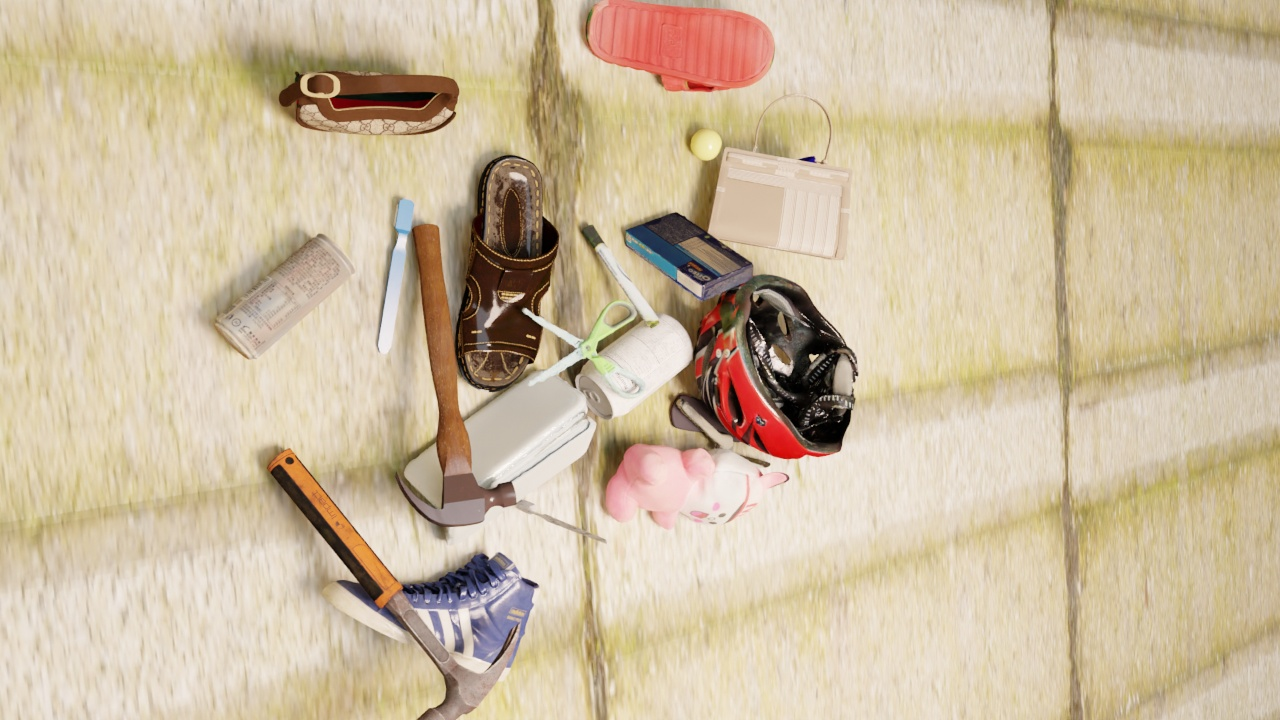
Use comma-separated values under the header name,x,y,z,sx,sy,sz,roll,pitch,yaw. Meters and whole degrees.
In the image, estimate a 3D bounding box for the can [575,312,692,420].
name,x,y,z,sx,sy,sz,roll,pitch,yaw
can,-0.007,0.006,1.110,0.135,0.078,0.078,-38,110,-26

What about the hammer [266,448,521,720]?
name,x,y,z,sx,sy,sz,roll,pitch,yaw
hammer,-0.251,0.209,0.909,0.314,0.035,0.137,49,51,5

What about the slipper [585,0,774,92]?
name,x,y,z,sx,sy,sz,roll,pitch,yaw
slipper,0.047,-0.390,1.146,0.248,0.059,0.103,1,92,-17

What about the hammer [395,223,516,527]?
name,x,y,z,sx,sy,sz,roll,pitch,yaw
hammer,-0.207,0.012,0.957,0.115,0.033,0.322,-6,77,-18

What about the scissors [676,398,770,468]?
name,x,y,z,sx,sy,sz,roll,pitch,yaw
scissors,0.091,0.120,1.206,0.187,0.015,0.179,-23,116,-22

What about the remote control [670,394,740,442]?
name,x,y,z,sx,sy,sz,roll,pitch,yaw
remote control,0.090,0.077,1.214,0.124,0.009,0.046,15,84,-32

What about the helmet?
name,x,y,z,sx,sy,sz,roll,pitch,yaw
helmet,0.165,0.012,1.160,0.272,0.167,0.216,42,47,-37

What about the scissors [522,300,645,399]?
name,x,y,z,sx,sy,sz,roll,pitch,yaw
scissors,-0.057,-0.009,1.029,0.171,0.023,0.168,-37,103,-31

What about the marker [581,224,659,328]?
name,x,y,z,sx,sy,sz,roll,pitch,yaw
marker,-0.024,-0.101,1.097,0.017,0.017,0.146,-31,83,-28

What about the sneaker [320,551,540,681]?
name,x,y,z,sx,sy,sz,roll,pitch,yaw
sneaker,-0.206,0.245,0.980,0.233,0.091,0.118,37,77,-29

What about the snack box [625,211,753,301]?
name,x,y,z,sx,sy,sz,roll,pitch,yaw
snack box,0.057,-0.128,1.110,0.082,0.150,0.027,-25,136,-27

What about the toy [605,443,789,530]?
name,x,y,z,sx,sy,sz,roll,pitch,yaw
toy,0.068,0.155,1.143,0.213,0.142,0.084,9,49,-26

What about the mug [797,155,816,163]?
name,x,y,z,sx,sy,sz,roll,pitch,yaw
mug,0.195,-0.217,1.240,0.111,0.079,0.083,-21,104,-2

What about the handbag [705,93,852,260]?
name,x,y,z,sx,sy,sz,roll,pitch,yaw
handbag,0.187,-0.240,1.171,0.175,0.062,0.198,10,96,-1

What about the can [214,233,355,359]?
name,x,y,z,sx,sy,sz,roll,pitch,yaw
can,-0.349,-0.063,0.902,0.135,0.054,0.054,-48,115,-23

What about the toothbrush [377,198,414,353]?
name,x,y,z,sx,sy,sz,roll,pitch,yaw
toothbrush,-0.264,-0.090,0.983,0.016,0.014,0.166,9,91,-33

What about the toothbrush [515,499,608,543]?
name,x,y,z,sx,sy,sz,roll,pitch,yaw
toothbrush,-0.086,0.175,1.002,0.010,0.182,0.010,-31,112,-32

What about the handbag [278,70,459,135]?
name,x,y,z,sx,sy,sz,roll,pitch,yaw
handbag,-0.262,-0.261,0.901,0.166,0.139,0.063,-5,92,-32

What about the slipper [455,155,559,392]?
name,x,y,z,sx,sy,sz,roll,pitch,yaw
slipper,-0.145,-0.097,1.019,0.112,0.076,0.267,8,87,-32

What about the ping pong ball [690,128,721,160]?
name,x,y,z,sx,sy,sz,roll,pitch,yaw
ping pong ball,0.085,-0.278,1.182,0.040,0.040,0.040,-1,92,-33

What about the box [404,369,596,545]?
name,x,y,z,sx,sy,sz,roll,pitch,yaw
box,-0.146,0.125,1.037,0.215,0.107,0.125,-37,136,-23
